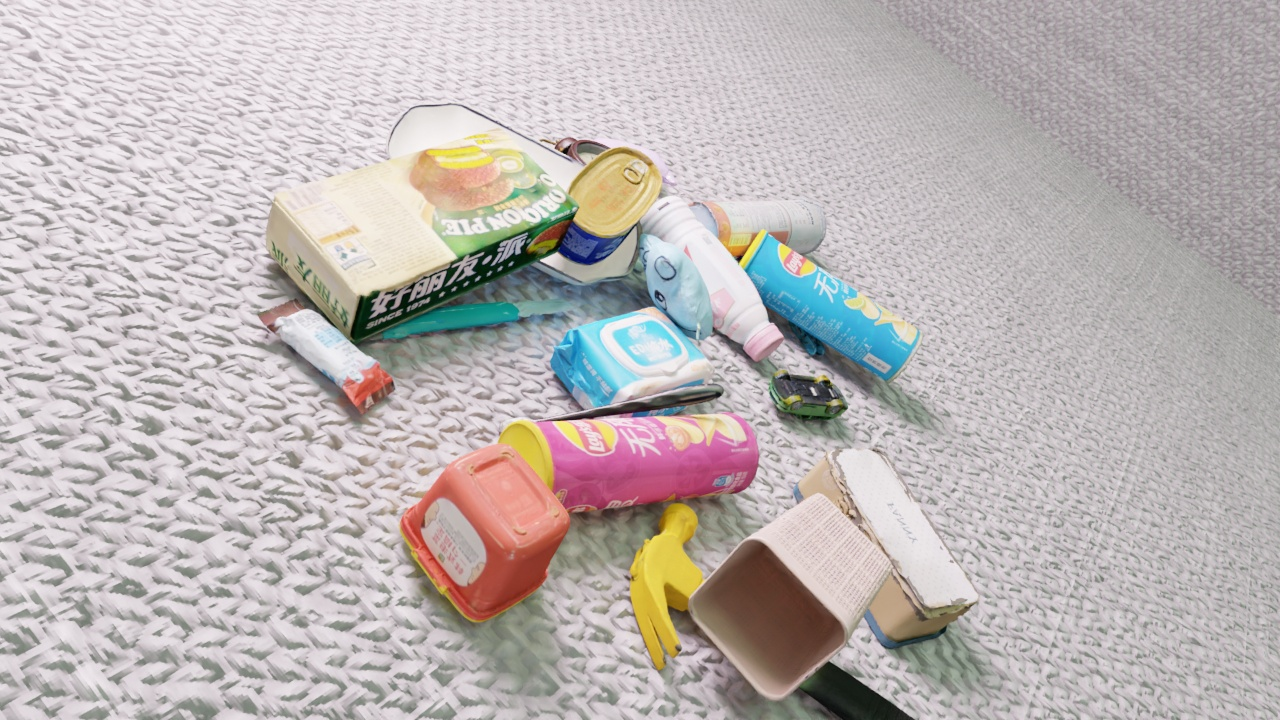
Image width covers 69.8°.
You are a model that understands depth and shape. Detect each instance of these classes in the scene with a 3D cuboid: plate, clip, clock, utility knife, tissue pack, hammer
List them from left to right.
[{"bbox_3d":[-0.140,-0.037,0.783,0.215,0.013,0.029,-10,53,-42],"label":"utility knife"},{"bbox_3d":[-0.123,-0.158,0.903,0.265,0.034,0.161,25,47,-13],"label":"plate"},{"bbox_3d":[-0.063,-0.204,1.004,0.122,0.055,0.081,28,36,-6],"label":"clock"},{"bbox_3d":[-0.005,0.005,0.801,0.139,0.063,0.090,-17,59,-48],"label":"tissue pack"},{"bbox_3d":[0.121,0.227,0.671,0.301,0.033,0.128,34,36,-1],"label":"hammer"},{"bbox_3d":[0.189,-0.027,1.038,0.042,0.014,0.056,1,48,-37],"label":"clip"}]

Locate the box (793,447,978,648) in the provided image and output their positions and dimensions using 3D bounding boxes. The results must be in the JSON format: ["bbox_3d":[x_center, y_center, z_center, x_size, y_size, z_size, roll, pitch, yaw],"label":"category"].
[{"bbox_3d":[0.214,0.163,0.800,0.089,0.061,0.184,4,48,-35],"label":"box"}]

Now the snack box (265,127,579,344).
[{"bbox_3d":[-0.173,-0.112,0.760,0.114,0.063,0.239,45,45,12],"label":"snack box"}]

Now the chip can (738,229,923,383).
[{"bbox_3d":[0.204,-0.060,1.013,0.210,0.071,0.071,32,35,0],"label":"chip can"}]

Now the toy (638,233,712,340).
[{"bbox_3d":[0.033,-0.068,0.873,0.156,0.050,0.161,60,0,36],"label":"toy"}]

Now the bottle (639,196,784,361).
[{"bbox_3d":[0.074,-0.085,0.969,0.068,0.068,0.197,-19,64,-49],"label":"bottle"}]

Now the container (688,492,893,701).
[{"bbox_3d":[0.109,0.157,0.640,0.090,0.090,0.110,45,33,15],"label":"container"}]

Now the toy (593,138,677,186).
[{"bbox_3d":[-0.015,-0.242,1.102,0.108,0.039,0.083,9,28,-25],"label":"toy"}]

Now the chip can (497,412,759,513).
[{"bbox_3d":[-0.004,0.078,0.709,0.210,0.072,0.071,0,48,-39],"label":"chip can"}]

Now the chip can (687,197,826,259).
[{"bbox_3d":[0.133,-0.156,1.093,0.214,0.071,0.071,-11,55,-45],"label":"chip can"}]

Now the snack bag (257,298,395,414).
[{"bbox_3d":[-0.226,-0.006,0.666,0.104,0.026,0.048,37,29,4],"label":"snack bag"}]

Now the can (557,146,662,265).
[{"bbox_3d":[-0.033,-0.152,0.894,0.074,0.049,0.147,38,46,-3],"label":"can"}]

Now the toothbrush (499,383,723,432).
[{"bbox_3d":[-0.021,0.038,0.721,0.181,0.018,0.015,-9,82,-11],"label":"toothbrush"}]

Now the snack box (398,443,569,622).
[{"bbox_3d":[-0.098,0.107,0.591,0.091,0.080,0.081,47,38,17],"label":"snack box"}]

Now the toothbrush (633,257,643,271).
[{"bbox_3d":[-0.071,-0.152,0.968,0.189,0.020,0.029,36,15,-1],"label":"toothbrush"}]

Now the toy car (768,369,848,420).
[{"bbox_3d":[0.167,0.038,0.924,0.091,0.036,0.043,11,43,-31],"label":"toy car"}]
